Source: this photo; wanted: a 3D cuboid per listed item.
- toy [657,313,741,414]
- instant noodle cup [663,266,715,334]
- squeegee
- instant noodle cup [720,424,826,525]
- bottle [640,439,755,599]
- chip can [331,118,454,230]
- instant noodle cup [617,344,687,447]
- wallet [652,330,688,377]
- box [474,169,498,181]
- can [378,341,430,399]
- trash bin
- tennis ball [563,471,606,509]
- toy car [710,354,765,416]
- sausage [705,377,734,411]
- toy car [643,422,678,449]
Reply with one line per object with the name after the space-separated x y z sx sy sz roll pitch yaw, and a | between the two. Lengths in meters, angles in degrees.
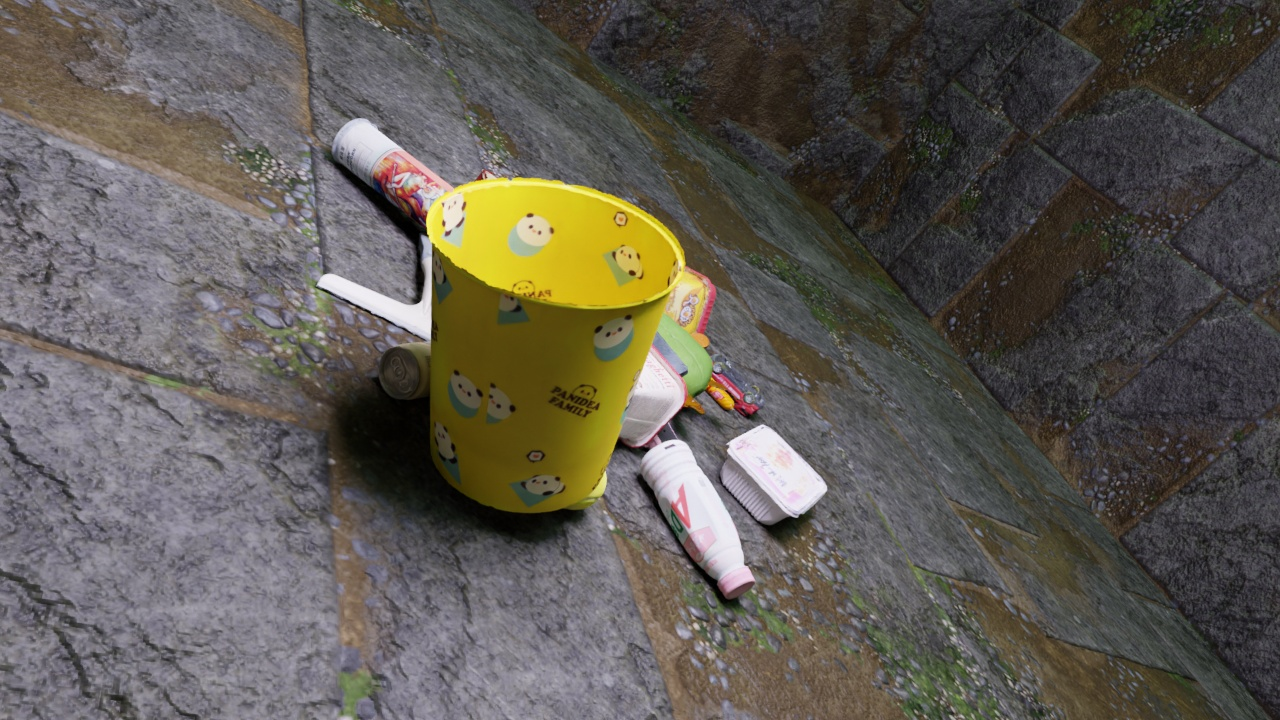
0.034 -0.005 1.361 0.226 0.090 0.246 -16 54 -48 | toy
0.040 -0.097 1.506 0.123 0.116 0.116 7 18 -34 | instant noodle cup
-0.267 -0.110 1.152 0.246 0.039 0.246 28 25 -26 | squeegee
0.182 0.169 1.303 0.138 0.060 0.173 46 24 14 | instant noodle cup
0.070 0.188 1.089 0.068 0.068 0.197 11 39 -49 | bottle
-0.316 -0.239 1.238 0.215 0.071 0.071 38 21 14 | chip can
-0.023 0.039 1.138 0.116 0.117 0.124 48 17 20 | instant noodle cup
-0.008 0.007 1.272 0.120 0.019 0.097 -29 64 -20 | wallet
-0.183 -0.217 1.399 0.168 0.079 0.091 31 20 -38 | box
-0.219 0.008 0.980 0.058 0.059 0.116 47 24 16 | can
-0.099 -0.009 0.875 0.229 0.256 0.229 10 34 -7 | trash bin
-0.069 0.127 0.981 0.065 0.066 0.065 33 24 -17 | tennis ball
0.152 0.041 1.512 0.120 0.045 0.052 47 21 5 | toy car
0.096 0.022 1.492 0.165 0.021 0.021 46 23 17 | sausage
0.026 0.105 1.213 0.056 0.037 0.122 -7 64 -60 | toy car
